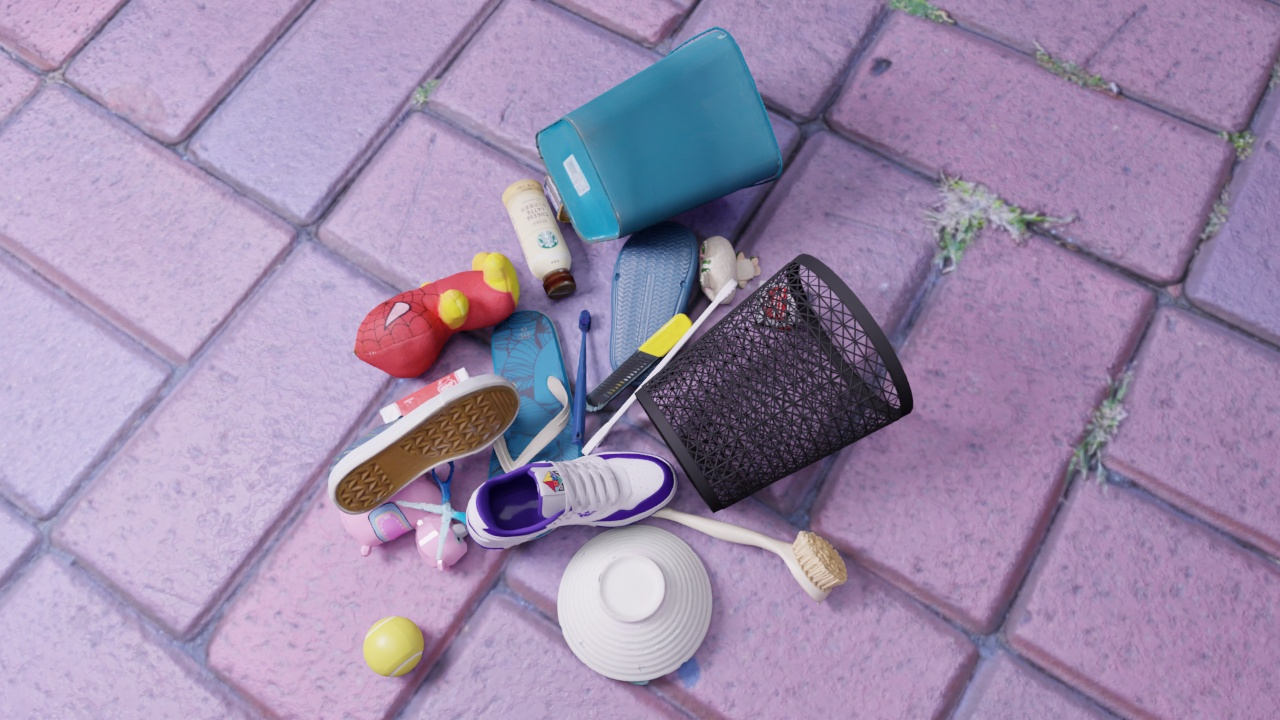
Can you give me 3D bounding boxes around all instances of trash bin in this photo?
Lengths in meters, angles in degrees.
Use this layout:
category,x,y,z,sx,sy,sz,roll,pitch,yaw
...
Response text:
category,x,y,z,sx,sy,sz,roll,pitch,yaw
trash bin,0.138,0.037,1.037,0.243,0.217,0.217,-33,71,-2
trash bin,0.013,-0.257,1.110,0.218,0.199,0.196,-30,104,-18

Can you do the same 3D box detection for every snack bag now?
category,x,y,z,sx,sy,sz,roll,pitch,yaw
snack bag,-0.248,0.058,1.109,0.116,0.077,0.036,-27,68,-7

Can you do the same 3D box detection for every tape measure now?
category,x,y,z,sx,sy,sz,roll,pitch,yaw
tape measure,0.175,-0.067,1.164,0.062,0.020,0.060,9,70,5

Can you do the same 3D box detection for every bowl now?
category,x,y,z,sx,sy,sz,roll,pitch,yaw
bowl,-0.008,0.258,1.015,0.177,0.071,0.177,-2,63,3

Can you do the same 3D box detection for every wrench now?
category,x,y,z,sx,sy,sz,roll,pitch,yaw
wrench,0.022,0.010,1.085,0.009,0.047,0.273,42,98,5

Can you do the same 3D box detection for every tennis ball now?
category,x,y,z,sx,sy,sz,roll,pitch,yaw
tennis ball,-0.274,0.318,1.020,0.065,0.065,0.065,-1,69,2

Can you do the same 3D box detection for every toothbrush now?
category,x,y,z,sx,sy,sz,roll,pitch,yaw
toothbrush,-0.072,0.017,1.126,0.016,0.017,0.189,3,57,-3

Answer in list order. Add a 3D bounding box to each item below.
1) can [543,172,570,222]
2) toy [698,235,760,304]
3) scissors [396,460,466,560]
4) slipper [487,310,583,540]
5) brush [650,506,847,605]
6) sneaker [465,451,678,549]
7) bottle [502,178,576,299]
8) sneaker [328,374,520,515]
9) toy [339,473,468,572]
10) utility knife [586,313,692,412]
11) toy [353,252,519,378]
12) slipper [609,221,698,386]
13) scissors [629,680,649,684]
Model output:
category,x,y,z,sx,sy,sz,roll,pitch,yaw
can,-0.073,-0.226,1.208,0.099,0.054,0.059,-16,67,-26
toy,0.103,-0.115,1.165,0.050,0.112,0.087,-8,88,38
scissors,-0.218,0.168,1.052,0.127,0.014,0.132,12,55,-26
slipper,-0.133,0.067,1.111,0.118,0.060,0.294,-6,69,-3
brush,0.104,0.201,1.051,0.272,0.062,0.077,19,99,14
sneaker,-0.077,0.142,1.011,0.244,0.111,0.091,-14,71,-8
bottle,-0.129,-0.157,1.194,0.056,0.056,0.162,-21,70,-5
sneaker,-0.250,0.080,1.036,0.235,0.087,0.079,-31,36,-18
toy,-0.277,0.184,1.071,0.123,0.067,0.157,-29,75,-6
utility knife,-0.007,0.007,1.114,0.174,0.020,0.029,-40,85,6
toy,-0.250,-0.054,1.131,0.216,0.147,0.099,-33,99,-11
slipper,0.011,-0.072,1.156,0.104,0.059,0.213,11,85,9
scissors,-0.011,0.308,1.039,0.125,0.011,0.127,5,67,5
